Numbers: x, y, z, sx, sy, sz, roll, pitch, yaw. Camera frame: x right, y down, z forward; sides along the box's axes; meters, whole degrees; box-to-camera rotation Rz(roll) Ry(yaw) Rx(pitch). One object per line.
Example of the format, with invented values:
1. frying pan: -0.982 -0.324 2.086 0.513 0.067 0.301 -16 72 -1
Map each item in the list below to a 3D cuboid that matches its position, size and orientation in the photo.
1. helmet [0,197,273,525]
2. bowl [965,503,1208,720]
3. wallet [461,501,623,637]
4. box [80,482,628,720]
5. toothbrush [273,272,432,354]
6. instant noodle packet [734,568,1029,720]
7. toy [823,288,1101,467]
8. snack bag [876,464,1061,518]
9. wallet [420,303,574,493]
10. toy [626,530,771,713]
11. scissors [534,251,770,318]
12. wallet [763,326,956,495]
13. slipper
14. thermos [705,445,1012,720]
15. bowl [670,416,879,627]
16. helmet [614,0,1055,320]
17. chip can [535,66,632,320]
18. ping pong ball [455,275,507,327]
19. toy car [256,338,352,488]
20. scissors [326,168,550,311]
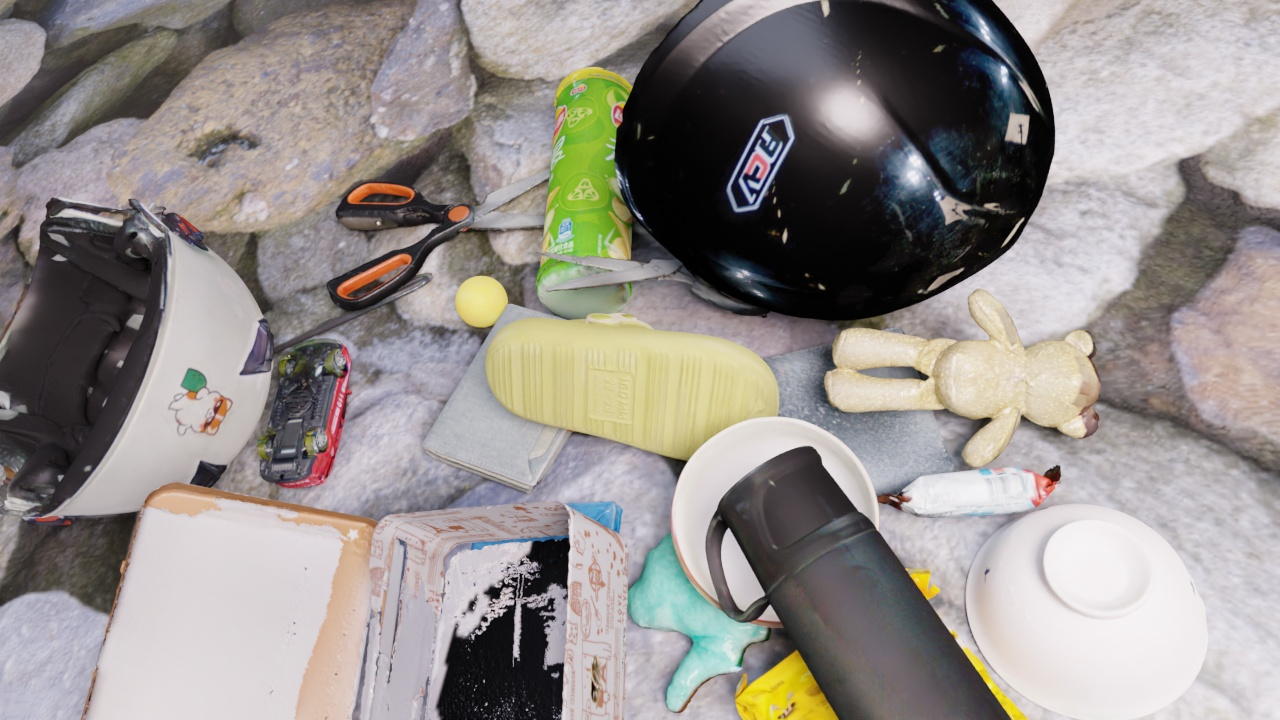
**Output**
1. helmet: -0.362 0.009 0.673 0.274 0.156 0.230 15 82 37
2. bowl: 0.231 0.118 0.472 0.118 0.065 0.118 -9 55 13
3. wallet: -0.065 0.152 0.564 0.106 0.040 0.132 -5 57 20
4. box: -0.139 0.165 0.486 0.272 0.130 0.178 4 65 -4
5. toothbrush: -0.256 -0.035 0.765 0.181 0.018 0.015 -24 45 -1
6. instant noodle packet: 0.126 0.183 0.475 0.128 0.044 0.110 -34 60 -2
7. toy: 0.191 0.011 0.551 0.157 0.066 0.105 4 84 11
8. snack bag: 0.186 0.076 0.523 0.105 0.045 0.026 -6 78 7
9. wallet: -0.085 0.023 0.657 0.107 0.037 0.129 15 63 27
10. toy: 0.029 0.152 0.537 0.092 0.030 0.096 25 70 32
11. scissors: 0.016 -0.065 0.649 0.163 0.014 0.165 28 45 7
12. wallet: 0.137 0.036 0.588 0.097 0.019 0.120 -13 53 7
13. slipper: -0.004 0.004 0.600 0.190 0.092 0.081 9 37 2
14. thermos: 0.116 0.161 0.428 0.090 0.068 0.242 -47 61 27
15. bowl: 0.077 0.093 0.524 0.113 0.062 0.113 -3 74 12
16. helmet: 0.119 -0.135 0.564 0.230 0.234 0.273 46 38 20
17. chip can: -0.040 -0.133 0.725 0.073 0.073 0.220 -8 55 13
18. ping pong ball: -0.123 -0.046 0.713 0.040 0.040 0.040 -9 55 12
19. toy car: -0.250 0.040 0.693 0.053 0.045 0.120 -4 62 14
20. scissors: -0.174 -0.110 0.785 0.221 0.022 0.224 21 61 27
